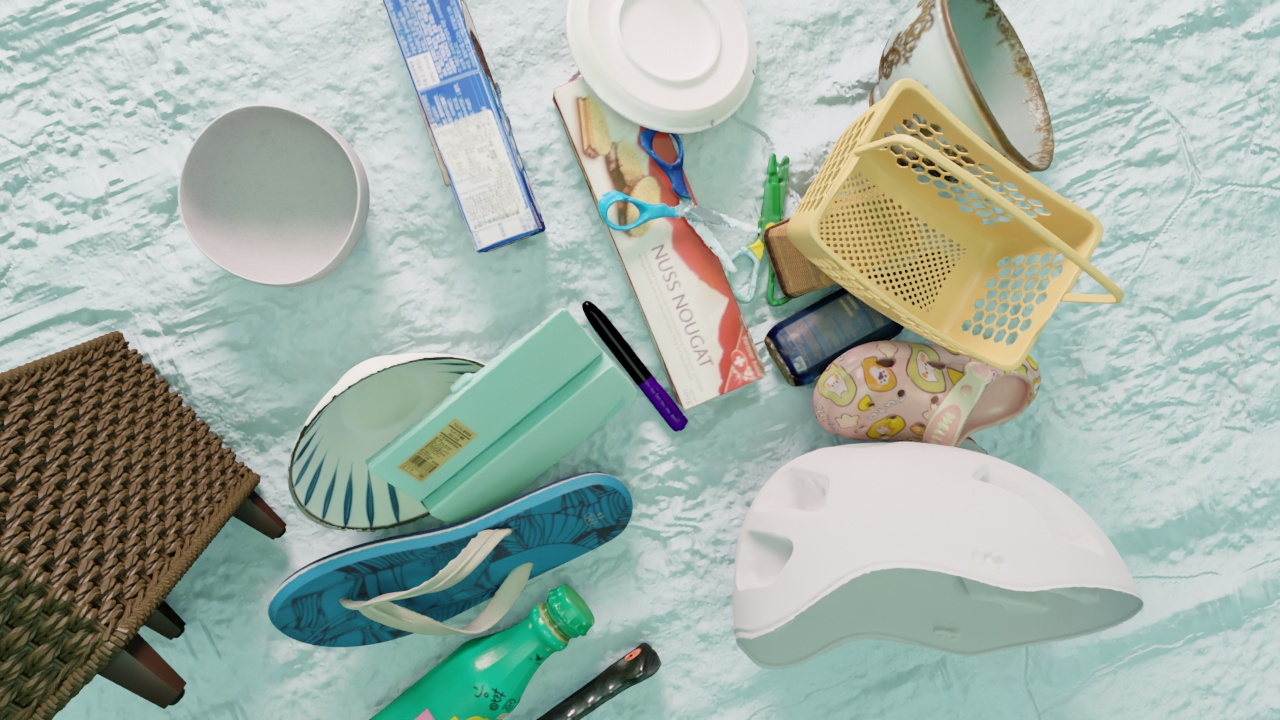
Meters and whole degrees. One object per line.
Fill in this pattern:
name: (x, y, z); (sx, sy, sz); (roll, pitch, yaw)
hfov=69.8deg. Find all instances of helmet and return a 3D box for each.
helmet: (0.213, 0.157, 0.682); (0.283, 0.224, 0.183); (8, 70, 21)

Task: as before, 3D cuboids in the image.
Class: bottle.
bottle: (0.180, -0.037, 0.745); (0.161, 0.056, 0.056); (-29, 97, -1)
bottle: (-0.131, 0.264, 0.751); (0.210, 0.068, 0.068); (-39, 97, 1)

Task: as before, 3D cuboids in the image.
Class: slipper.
slipper: (-0.140, 0.173, 0.723); (0.295, 0.060, 0.118); (-21, 136, -5)
slipper: (0.236, 0.040, 0.731); (0.197, 0.081, 0.093); (-1, 132, -14)

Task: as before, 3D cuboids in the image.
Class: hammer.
hammer: (-0.124, 0.334, 0.745); (0.333, 0.133, 0.033); (-32, 96, -9)

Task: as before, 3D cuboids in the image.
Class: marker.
marker: (-0.004, 0.004, 0.756); (0.015, 0.018, 0.134); (-42, 99, -32)

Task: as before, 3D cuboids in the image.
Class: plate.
plate: (0.020, -0.249, 0.702); (0.156, 0.014, 0.157); (4, 78, -18)

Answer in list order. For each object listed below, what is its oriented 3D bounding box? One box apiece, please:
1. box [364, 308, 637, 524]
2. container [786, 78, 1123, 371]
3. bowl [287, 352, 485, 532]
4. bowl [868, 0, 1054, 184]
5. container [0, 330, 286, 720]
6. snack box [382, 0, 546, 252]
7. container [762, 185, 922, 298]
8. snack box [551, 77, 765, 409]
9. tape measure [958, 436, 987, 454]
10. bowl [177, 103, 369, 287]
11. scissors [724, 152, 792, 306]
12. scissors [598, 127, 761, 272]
box: (-0.100, 0.050, 0.708); (0.186, 0.136, 0.033); (-40, 58, 2)
container: (0.208, -0.085, 0.620); (0.183, 0.167, 0.129); (32, 88, -13)
bowl: (-0.190, 0.046, 0.706); (0.177, 0.177, 0.071); (-40, 54, 1)
bowl: (0.234, -0.199, 0.701); (0.094, 0.159, 0.160); (-23, 100, 40)
container: (-0.384, 0.133, 0.601); (0.176, 0.321, 0.205); (-44, 104, 1)
snack box: (-0.137, -0.198, 0.705); (0.059, 0.059, 0.226); (-19, 96, 1)
container: (0.165, -0.096, 0.728); (0.114, 0.061, 0.063); (-23, 99, -9)
snack box: (0.016, -0.098, 0.732); (0.076, 0.044, 0.273); (-22, 97, -1)
tape measure: (0.261, 0.093, 0.783); (0.062, 0.020, 0.060); (4, 96, -4)
bowl: (-0.273, -0.123, 0.699); (0.132, 0.064, 0.132); (0, 96, -4)
scissors: (0.100, -0.108, 0.754); (0.070, 0.014, 0.130); (-1, 97, -5)
scissors: (0.039, -0.126, 0.703); (0.133, 0.015, 0.104); (16, 94, -6)
